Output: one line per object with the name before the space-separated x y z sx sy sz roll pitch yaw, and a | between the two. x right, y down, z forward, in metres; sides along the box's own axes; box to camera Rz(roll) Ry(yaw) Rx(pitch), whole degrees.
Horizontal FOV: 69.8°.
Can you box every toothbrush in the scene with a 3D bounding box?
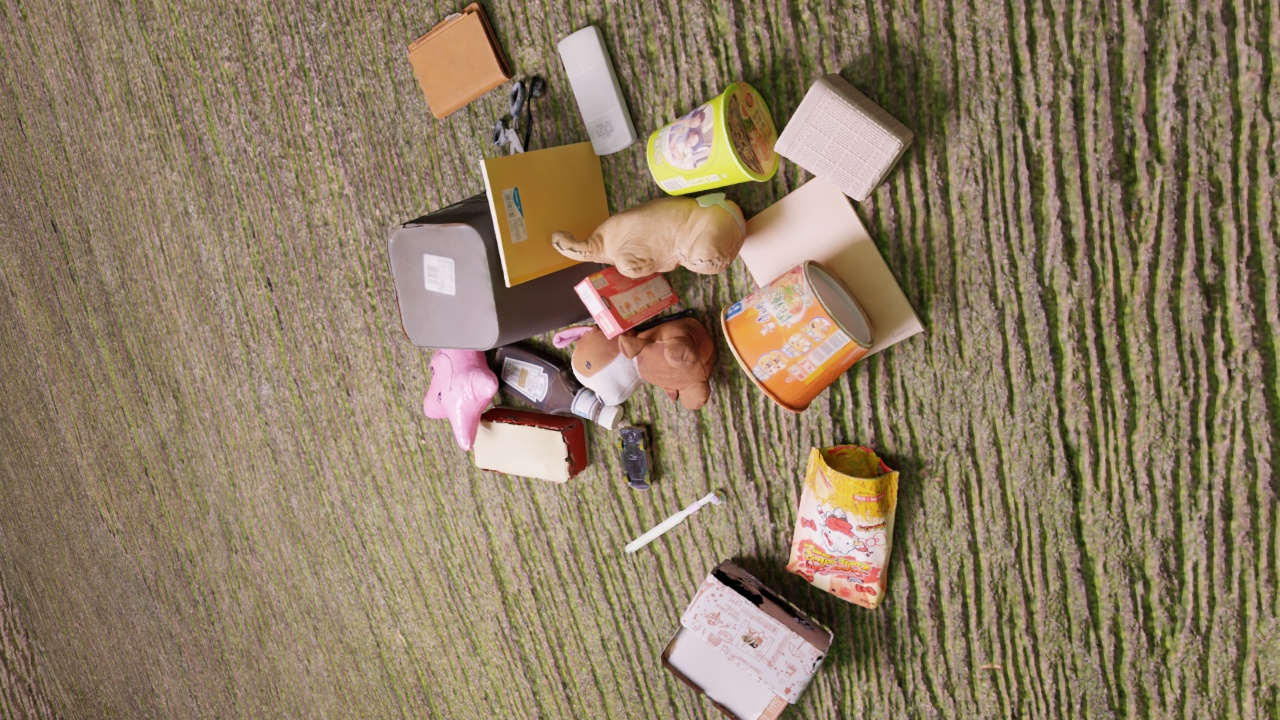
toothbrush | -0.137 -0.277 1.132 0.017 0.188 0.014 4 155 -1
toothbrush | -0.006 -0.038 1.207 0.181 0.015 0.018 -19 103 33
toothbrush | 0.043 0.226 1.269 0.190 0.029 0.020 -37 45 34

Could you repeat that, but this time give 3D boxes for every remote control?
remote control | -0.052 -0.330 1.126 0.058 0.021 0.150 -14 99 31

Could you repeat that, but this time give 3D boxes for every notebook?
notebook | -0.104 -0.181 1.098 0.010 0.205 0.146 1 108 36
notebook | 0.213 -0.094 1.071 0.150 0.012 0.211 -30 91 34

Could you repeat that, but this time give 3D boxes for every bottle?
bottle | -0.115 0.040 1.276 0.195 0.043 0.080 26 121 18

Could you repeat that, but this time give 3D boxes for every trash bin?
trash bin | -0.182 -0.117 1.156 0.199 0.219 0.199 2 107 30

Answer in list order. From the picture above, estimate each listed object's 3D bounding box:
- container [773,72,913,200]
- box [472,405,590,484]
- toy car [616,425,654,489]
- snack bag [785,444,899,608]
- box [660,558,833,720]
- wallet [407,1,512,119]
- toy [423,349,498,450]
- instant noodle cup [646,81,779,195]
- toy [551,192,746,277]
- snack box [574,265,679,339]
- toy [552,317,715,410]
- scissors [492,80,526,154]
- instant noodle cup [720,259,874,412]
container | 0.219 -0.234 0.974 0.111 0.090 0.090 38 120 9
box | -0.163 0.123 1.311 0.169 0.077 0.091 5 109 28
toy car | -0.003 0.133 1.252 0.042 0.035 0.090 0 107 30
snack bag | 0.250 0.206 1.131 0.129 0.073 0.208 15 121 23
box | 0.126 0.386 1.191 0.181 0.157 0.205 35 101 14
wallet | -0.241 -0.392 1.203 0.132 0.031 0.108 -19 100 31
toy | -0.259 0.039 1.307 0.179 0.074 0.194 -44 50 35
instant noodle cup | 0.077 -0.242 1.043 0.124 0.111 0.112 -10 102 39
toy | 0.013 -0.145 1.081 0.226 0.143 0.082 -1 118 17
snack box | -0.014 -0.081 1.114 0.026 0.152 0.075 -34 89 34
toy | -0.007 0.007 1.157 0.200 0.130 0.140 8 142 25
scissors | -0.159 -0.286 1.141 0.163 0.014 0.165 -4 70 64
instant noodle cup | 0.181 -0.033 1.024 0.112 0.151 0.151 -39 86 27
